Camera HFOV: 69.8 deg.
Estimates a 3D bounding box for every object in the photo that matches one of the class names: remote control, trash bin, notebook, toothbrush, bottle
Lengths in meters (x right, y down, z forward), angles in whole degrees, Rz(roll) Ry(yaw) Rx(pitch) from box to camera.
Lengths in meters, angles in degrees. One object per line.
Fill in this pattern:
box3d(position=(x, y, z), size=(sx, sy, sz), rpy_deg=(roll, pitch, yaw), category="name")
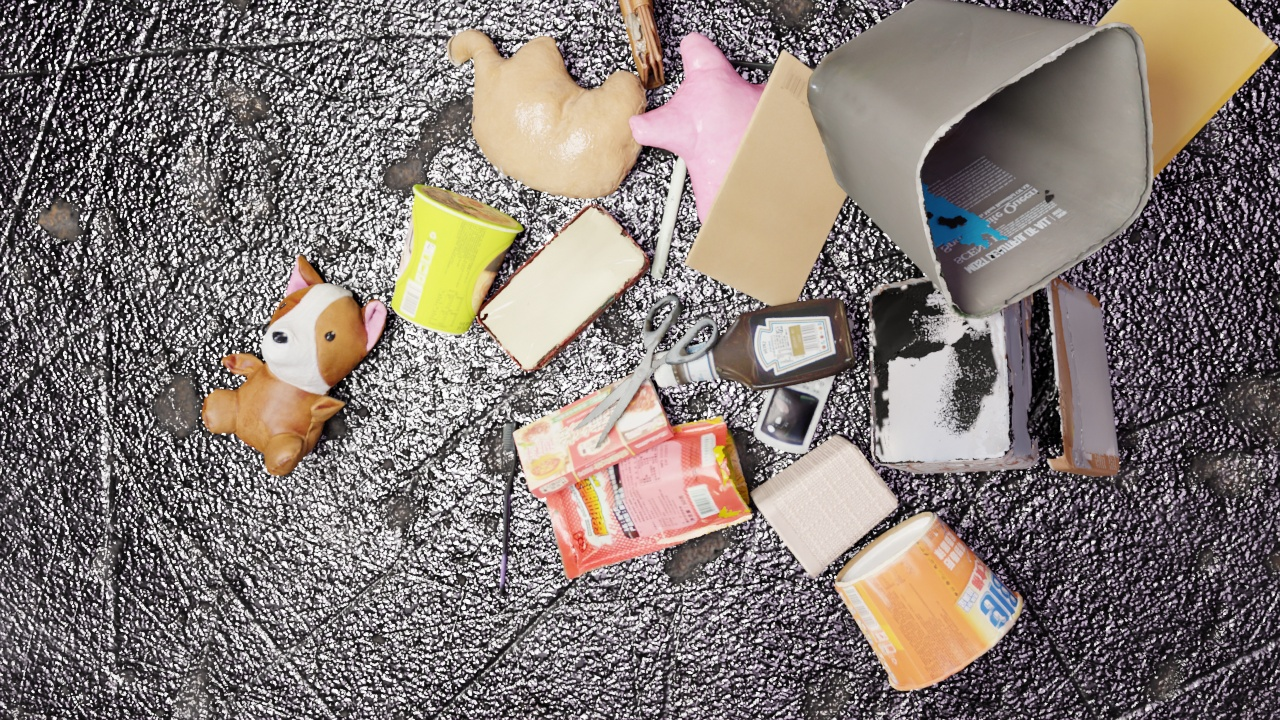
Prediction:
box3d(position=(0.165, 0.019, 0.929), size=(0.058, 0.021, 0.150), rpy_deg=(19, 95, 2), category="remote control")
box3d(position=(0.271, -0.188, 0.780), size=(0.199, 0.219, 0.199), rpy_deg=(-32, 128, -1), category="trash bin")
box3d(position=(0.139, -0.162, 0.874), size=(0.149, 0.012, 0.211), rpy_deg=(20, 98, -38), category="notebook")
box3d(position=(0.144, -0.289, 0.907), size=(0.181, 0.018, 0.015), rpy_deg=(8, 92, 2), category="toothbrush")
box3d(position=(0.489, -0.272, 0.889), size=(0.146, 0.010, 0.206), rpy_deg=(41, 96, -1), category="notebook")
box3d(position=(0.109, -0.008, 0.905), size=(0.195, 0.044, 0.079), rpy_deg=(-12, 77, 15), category="bottle")
box3d(position=(-0.142, 0.157, 0.964), size=(0.017, 0.014, 0.189), rpy_deg=(6, 96, 10), category="toothbrush")
box3d(position=(0.038, -0.174, 0.922), size=(0.020, 0.029, 0.189), rpy_deg=(20, 99, 44), category="toothbrush")

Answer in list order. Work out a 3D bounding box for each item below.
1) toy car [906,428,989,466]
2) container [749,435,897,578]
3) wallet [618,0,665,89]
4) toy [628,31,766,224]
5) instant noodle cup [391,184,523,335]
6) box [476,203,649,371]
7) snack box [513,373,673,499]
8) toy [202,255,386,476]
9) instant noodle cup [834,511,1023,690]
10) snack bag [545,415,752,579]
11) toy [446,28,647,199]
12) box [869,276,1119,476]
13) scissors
box3d(position=(0.302, 0.089, 0.919), size=(0.090, 0.035, 0.042), rpy_deg=(-2, 96, 5), category="toy car")
box3d(position=(0.182, 0.139, 0.906), size=(0.111, 0.090, 0.090), rpy_deg=(-37, 91, 3), category="container")
box3d(position=(-0.004, -0.332, 0.866), size=(0.031, 0.107, 0.132), rpy_deg=(-16, 93, 2), category="wallet")
box3d(position=(0.078, -0.209, 0.874), size=(0.194, 0.075, 0.178), rpy_deg=(10, 94, -24), category="toy")
box3d(position=(-0.188, -0.095, 0.905), size=(0.111, 0.111, 0.123), rpy_deg=(23, 104, 1), category="instant noodle cup")
box3d(position=(-0.075, -0.069, 0.908), size=(0.168, 0.077, 0.091), rpy_deg=(-43, 90, 6), category="box")
box3d(position=(-0.049, 0.074, 0.924), size=(0.153, 0.025, 0.075), rpy_deg=(-26, 53, 5), category="snack box")
box3d(position=(-0.345, 0.004, 0.916), size=(0.140, 0.130, 0.199), rpy_deg=(32, 86, 6), category="toy")
box3d(position=(0.268, 0.225, 0.883), size=(0.151, 0.151, 0.111), rpy_deg=(-38, 83, 6), category="instant noodle cup")
box3d(position=(0.001, 0.135, 0.931), size=(0.208, 0.073, 0.128), rpy_deg=(-18, 87, 13), category="snack bag")
box3d(position=(-0.105, -0.243, 0.899), size=(0.226, 0.082, 0.143), rpy_deg=(26, 95, 6), category="toy")
box3d(position=(0.328, 0.020, 0.873), size=(0.158, 0.205, 0.180), rpy_deg=(-12, 73, 45), category="box")
box3d(position=(0.007, 0.009, 0.905), size=(0.166, 0.014, 0.163), rpy_deg=(-10, 58, 24), category="scissors")
